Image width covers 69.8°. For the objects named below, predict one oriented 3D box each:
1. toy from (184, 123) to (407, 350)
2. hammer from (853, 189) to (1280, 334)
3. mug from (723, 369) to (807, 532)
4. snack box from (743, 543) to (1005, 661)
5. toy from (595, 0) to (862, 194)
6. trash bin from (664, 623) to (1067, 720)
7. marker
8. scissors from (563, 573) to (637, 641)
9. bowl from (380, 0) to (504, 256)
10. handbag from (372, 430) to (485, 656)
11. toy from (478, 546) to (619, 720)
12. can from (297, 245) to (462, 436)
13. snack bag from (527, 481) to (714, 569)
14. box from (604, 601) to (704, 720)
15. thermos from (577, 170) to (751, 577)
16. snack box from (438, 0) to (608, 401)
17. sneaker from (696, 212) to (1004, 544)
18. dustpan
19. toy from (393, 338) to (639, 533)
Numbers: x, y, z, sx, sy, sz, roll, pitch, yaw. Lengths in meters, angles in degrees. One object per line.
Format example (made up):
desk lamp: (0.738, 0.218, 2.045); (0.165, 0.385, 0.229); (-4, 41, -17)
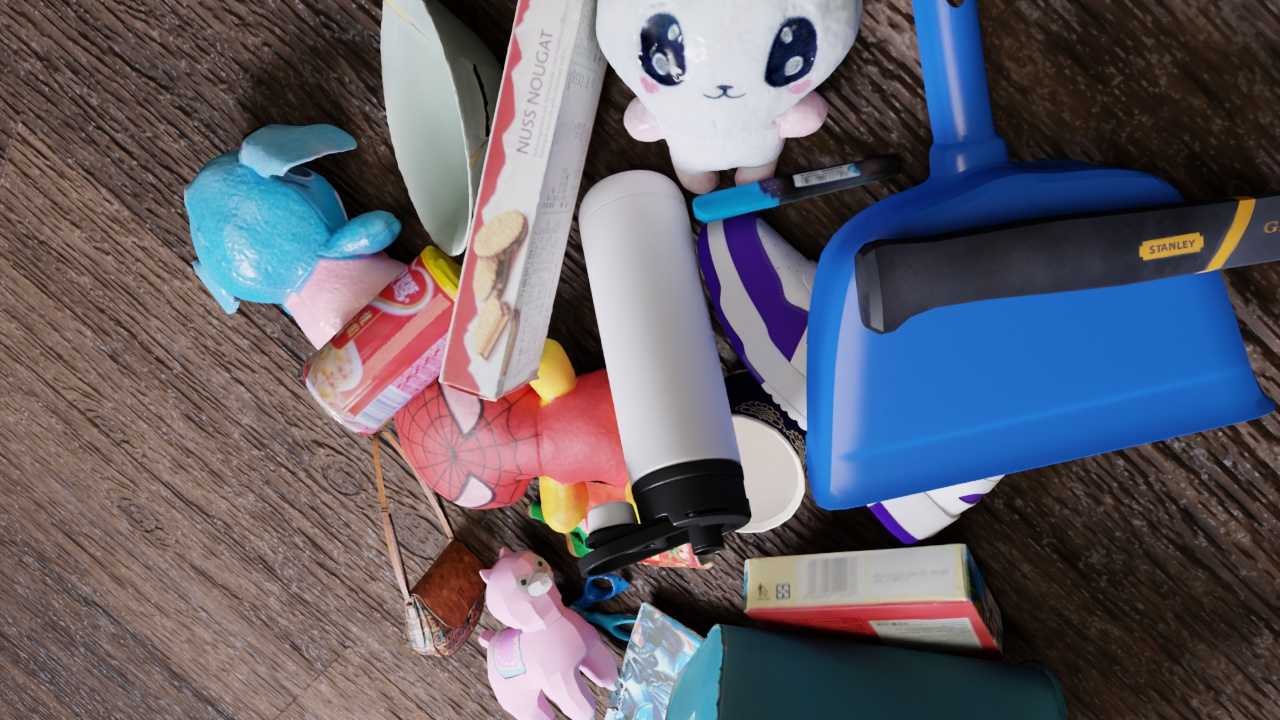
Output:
toy: (-0.244, -0.064, 0.671); (0.191, 0.098, 0.225); (40, 131, -16)
hammer: (0.260, -0.052, 0.441); (0.312, 0.035, 0.139); (-9, 99, 0)
mug: (0.064, 0.042, 0.603); (0.086, 0.089, 0.112); (-35, 100, 31)
snack box: (0.161, 0.170, 0.622); (0.143, 0.040, 0.145); (-10, 146, 25)
toy: (0.047, -0.165, 0.506); (0.139, 0.101, 0.180); (2, 137, 6)
trash bin: (0.131, 0.286, 0.598); (0.218, 0.198, 0.197); (15, 140, -4)
marker: (0.091, -0.101, 0.538); (0.123, 0.018, 0.015); (-13, 143, 2)
scissors: (-0.059, 0.206, 0.785); (0.135, 0.016, 0.083); (-5, 118, 28)
bowl: (-0.108, -0.157, 0.574); (0.174, 0.067, 0.174); (45, 143, 49)
handbag: (-0.174, 0.144, 0.754); (0.043, 0.093, 0.196); (-9, 108, 18)
toy: (-0.089, 0.232, 0.766); (0.124, 0.067, 0.157); (-28, 100, 38)
can: (-0.159, -0.013, 0.611); (0.124, 0.066, 0.066); (-42, 97, 6)
snack bag: (-0.019, 0.125, 0.715); (0.155, 0.044, 0.087); (5, 126, 25)
box: (0.049, 0.329, 0.771); (0.175, 0.060, 0.244); (18, 121, 6)
thermos: (-0.003, 0.003, 0.538); (0.101, 0.229, 0.069); (-10, 157, -2)
snack box: (-0.061, -0.115, 0.533); (0.044, 0.076, 0.273); (16, 103, 11)
sneaker: (0.140, -0.007, 0.553); (0.111, 0.091, 0.244); (-36, 98, 24)
dustpan: (0.186, -0.074, 0.479); (0.245, 0.059, 0.258); (-13, 103, 2)
toy: (-0.073, 0.048, 0.655); (0.216, 0.098, 0.147); (6, 106, 16)
